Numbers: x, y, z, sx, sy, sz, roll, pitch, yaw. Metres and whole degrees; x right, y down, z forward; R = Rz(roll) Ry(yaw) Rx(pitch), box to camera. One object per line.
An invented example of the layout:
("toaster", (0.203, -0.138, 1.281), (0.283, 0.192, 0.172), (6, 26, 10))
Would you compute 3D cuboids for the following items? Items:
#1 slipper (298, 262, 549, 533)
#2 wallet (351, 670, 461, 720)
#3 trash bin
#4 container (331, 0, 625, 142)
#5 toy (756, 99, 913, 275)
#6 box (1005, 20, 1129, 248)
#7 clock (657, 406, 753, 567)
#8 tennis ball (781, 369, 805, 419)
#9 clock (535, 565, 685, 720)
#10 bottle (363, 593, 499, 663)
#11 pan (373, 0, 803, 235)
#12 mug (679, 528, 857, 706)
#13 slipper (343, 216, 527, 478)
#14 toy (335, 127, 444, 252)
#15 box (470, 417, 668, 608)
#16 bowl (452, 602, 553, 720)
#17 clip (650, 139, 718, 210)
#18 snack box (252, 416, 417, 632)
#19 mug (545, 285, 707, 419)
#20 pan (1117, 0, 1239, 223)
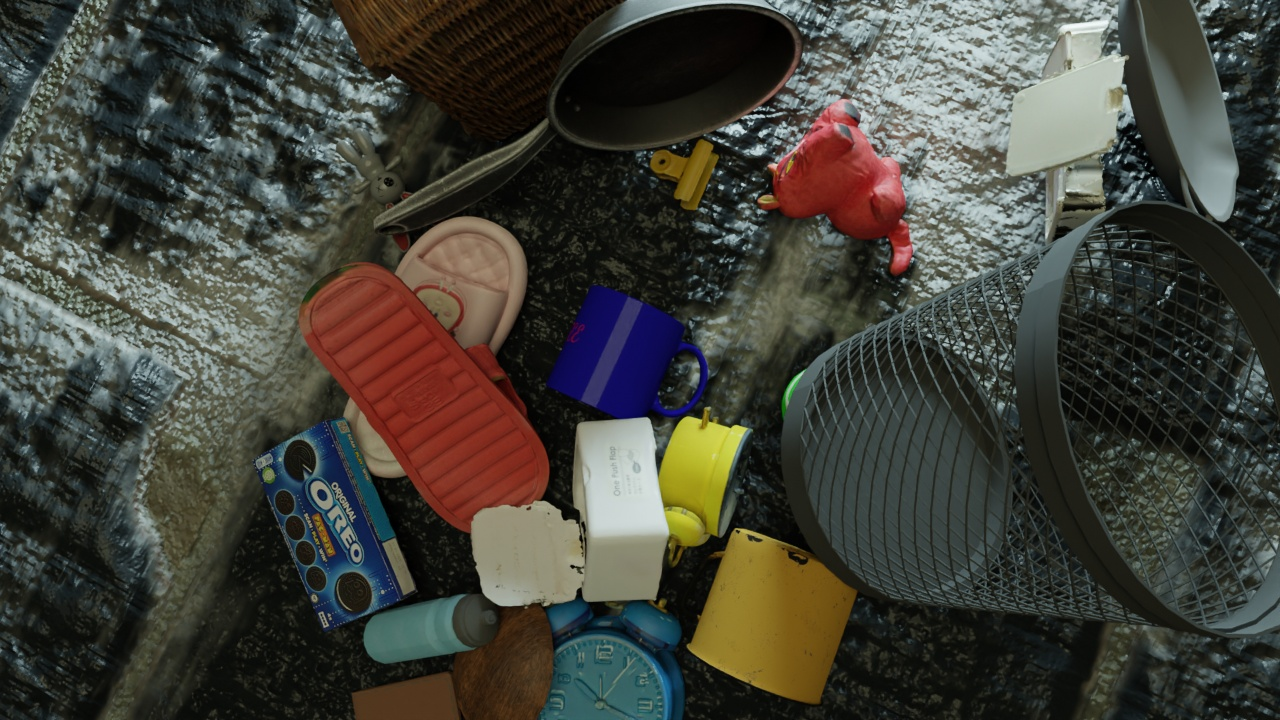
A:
("slipper", (-0.149, 0.026, 0.668), (0.103, 0.059, 0.249), (-30, 122, 0))
("wallet", (-0.173, 0.308, 0.707), (0.087, 0.013, 0.121), (-14, 81, 9))
("trash bin", (0.228, 0.049, 0.551), (0.217, 0.228, 0.217), (7, 74, -26))
("container", (-0.103, -0.273, 0.666), (0.183, 0.249, 0.162), (-29, 80, 12))
("toy", (0.156, -0.120, 0.707), (0.094, 0.087, 0.133), (-33, 101, 34))
("box", (0.283, -0.169, 0.631), (0.070, 0.186, 0.143), (1, 78, 19))
("clock", (0.045, 0.096, 0.673), (0.057, 0.083, 0.118), (16, 82, 14))
("tennis ball", (0.137, 0.036, 0.678), (0.065, 0.065, 0.065), (-1, 83, 6))
("clock", (-0.027, 0.231, 0.676), (0.117, 0.060, 0.161), (-2, 80, 7))
("bottle", (-0.152, 0.197, 0.674), (0.130, 0.040, 0.040), (-21, 79, 37))
("pan", (-0.053, -0.177, 0.684), (0.357, 0.187, 0.055), (-18, 77, 17))
("mug", (0.087, 0.174, 0.656), (0.124, 0.100, 0.094), (16, 82, 37))
("slipper", (-0.170, -0.012, 0.725), (0.107, 0.055, 0.221), (26, 90, 10))
("toy", (-0.210, -0.143, 0.759), (0.049, 0.030, 0.111), (-37, 84, -3))
("box", (-0.057, 0.114, 0.653), (0.136, 0.121, 0.108), (1, 48, -8))
("bowl", (-0.109, 0.221, 0.669), (0.114, 0.026, 0.101), (-27, 56, 39))
("clip", (0.033, -0.153, 0.733), (0.049, 0.044, 0.054), (25, 87, -16))
("snack box", (-0.238, 0.127, 0.714), (0.082, 0.027, 0.150), (-27, 86, 22))
("mug", (-0.004, 0.004, 0.695), (0.111, 0.079, 0.083), (24, 86, -2))
("pan", (0.382, -0.243, 0.662), (0.024, 0.216, 0.353), (-13, 56, 44))
